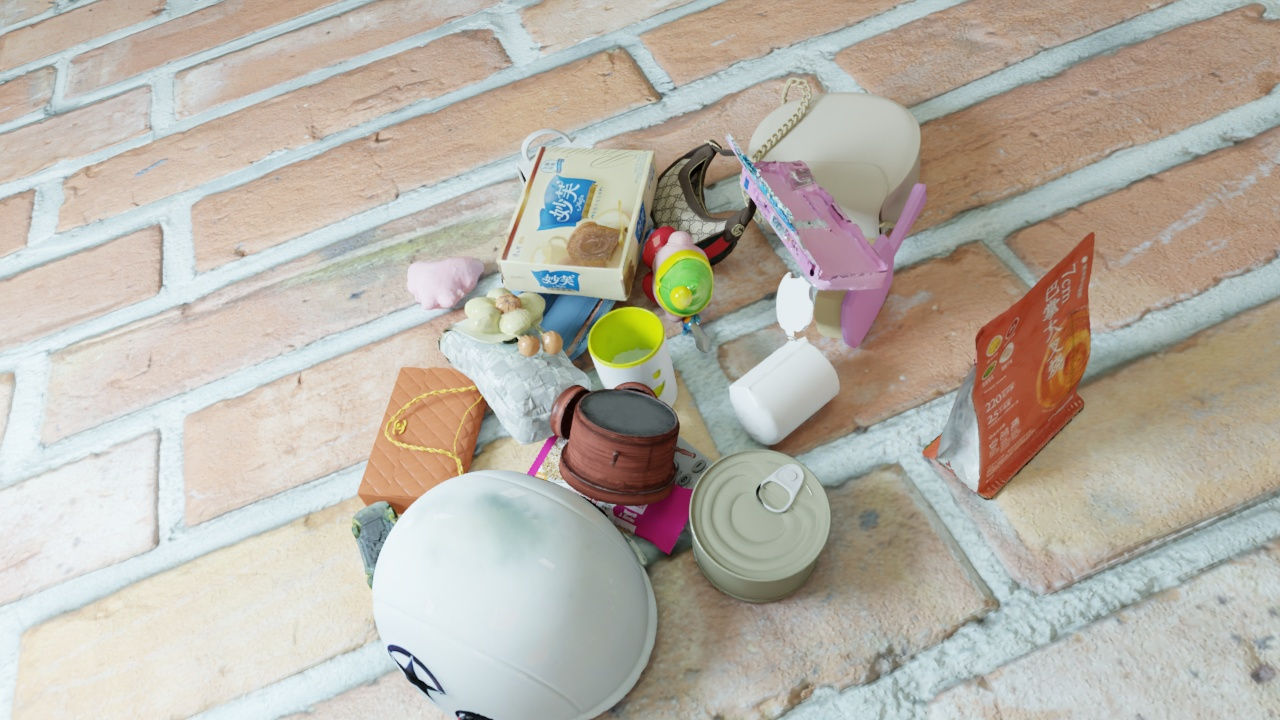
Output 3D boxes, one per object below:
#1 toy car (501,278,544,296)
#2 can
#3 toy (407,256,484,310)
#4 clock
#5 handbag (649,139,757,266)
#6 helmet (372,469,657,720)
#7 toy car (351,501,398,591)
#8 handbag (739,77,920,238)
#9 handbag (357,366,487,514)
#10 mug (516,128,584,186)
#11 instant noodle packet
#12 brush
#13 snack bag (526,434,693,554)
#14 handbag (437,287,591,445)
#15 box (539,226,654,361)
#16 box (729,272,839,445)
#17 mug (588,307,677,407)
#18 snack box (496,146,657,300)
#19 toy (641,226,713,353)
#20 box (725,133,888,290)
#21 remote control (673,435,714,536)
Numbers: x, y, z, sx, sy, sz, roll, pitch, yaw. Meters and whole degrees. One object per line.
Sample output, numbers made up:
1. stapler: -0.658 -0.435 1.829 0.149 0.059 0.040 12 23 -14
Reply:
1. toy car: -0.131 -0.118 1.163 0.055 0.056 0.153 23 64 7
2. can: 0.110 0.156 0.860 0.128 0.073 0.127 -2 59 3
3. toy: -0.254 -0.099 1.183 0.102 0.050 0.093 -9 47 2
4. clock: -0.025 0.074 0.913 0.120 0.072 0.157 -2 27 -28
5. handbag: 0.082 -0.202 1.144 0.139 0.063 0.166 -38 46 21
6. helmet: -0.121 0.203 0.835 0.264 0.164 0.236 19 59 25
7. toy car: -0.266 0.198 0.956 0.048 0.033 0.105 -27 58 -4
8. handbag: 0.242 -0.252 1.154 0.211 0.103 0.208 6 57 20
9. handbag: -0.236 0.084 1.028 0.109 0.060 0.171 1 52 10
10. mug: -0.119 -0.266 1.252 0.089 0.105 0.073 -26 38 -8
11. instant noodle packet: 0.351 0.003 0.844 0.164 0.221 0.084 -37 55 -17
12. brush: 0.265 -0.118 1.044 0.043 0.089 0.228 17 61 31
13. snack bag: -0.034 0.130 0.951 0.197 0.016 0.070 21 71 32
14. handbag: -0.128 -0.001 0.999 0.112 0.124 0.171 -23 57 -33
15. box: -0.059 -0.082 1.128 0.121 0.049 0.209 6 52 35
16. box: 0.145 -0.002 0.958 0.136 0.144 0.083 -34 10 -17
17. mug: -0.006 0.006 1.002 0.082 0.106 0.082 -7 51 8
18. snack box: -0.072 -0.172 1.114 0.153 0.055 0.206 5 54 11
19. toy: 0.043 -0.081 1.054 0.096 0.124 0.131 -9 27 -34
20. box: 0.157 -0.162 0.987 0.066 0.158 0.230 -53 37 26
21. remote control: 0.041 0.124 0.952 0.074 0.019 0.151 -41 54 -19
